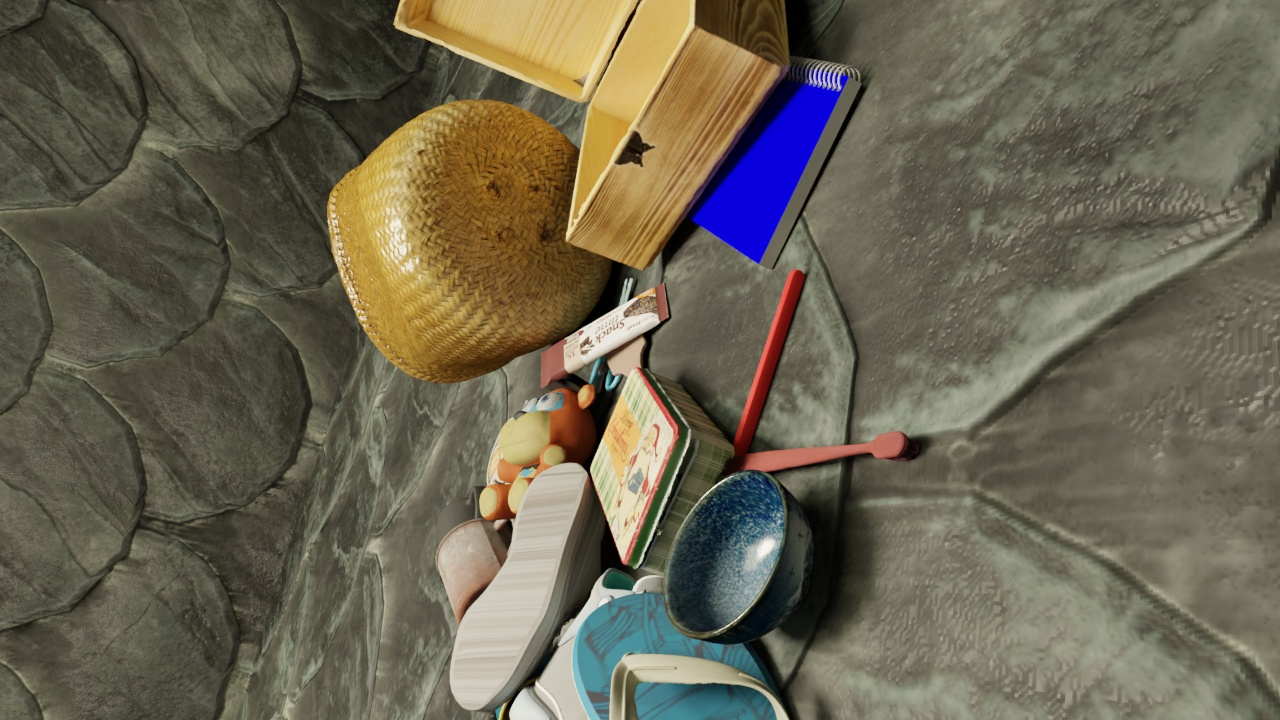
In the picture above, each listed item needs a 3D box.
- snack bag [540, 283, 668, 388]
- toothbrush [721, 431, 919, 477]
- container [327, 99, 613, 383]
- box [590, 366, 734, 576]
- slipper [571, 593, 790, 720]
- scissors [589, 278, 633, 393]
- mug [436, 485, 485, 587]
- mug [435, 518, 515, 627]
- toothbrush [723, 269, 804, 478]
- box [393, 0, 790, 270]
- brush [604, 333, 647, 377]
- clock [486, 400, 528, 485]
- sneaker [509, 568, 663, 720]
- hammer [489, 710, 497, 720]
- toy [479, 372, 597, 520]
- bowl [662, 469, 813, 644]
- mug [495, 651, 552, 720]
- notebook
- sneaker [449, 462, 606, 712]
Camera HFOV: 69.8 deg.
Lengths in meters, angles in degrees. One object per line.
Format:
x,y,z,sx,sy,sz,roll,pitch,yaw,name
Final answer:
-0.040,-0.025,0.940,0.158,0.013,0.057,-28,40,21,snack bag
0.109,0.067,0.618,0.190,0.016,0.016,-19,55,56,toothbrush
-0.179,-0.143,1.055,0.197,0.306,0.306,-19,54,50,container
0.009,0.083,0.746,0.118,0.051,0.205,-65,14,9,box
0.040,0.227,0.538,0.294,0.118,0.060,-126,21,-54,slipper
-0.025,-0.028,0.981,0.076,0.015,0.141,6,82,66,scissors
-0.193,0.201,1.064,0.088,0.078,0.114,-113,34,-56,mug
-0.152,0.217,0.957,0.110,0.096,0.123,44,111,51,mug
0.087,0.030,0.709,0.018,0.012,0.212,11,82,65,toothbrush
-0.071,-0.324,0.887,0.280,0.336,0.285,126,158,-47,box
-0.005,0.005,0.916,0.050,0.015,0.135,-46,38,18,brush
-0.138,0.125,1.040,0.104,0.061,0.156,-56,26,29,clock
0.003,0.241,0.647,0.257,0.093,0.160,9,72,64,sneaker
-0.148,0.366,0.876,0.015,0.095,0.324,-52,24,34,hammer
-0.097,0.091,0.947,0.112,0.096,0.175,-20,27,49,toy
0.073,0.135,0.592,0.115,0.060,0.114,-43,27,28,bowl
-0.100,0.295,0.824,0.078,0.078,0.121,-70,20,-1,mug
0.107,-0.190,0.826,0.172,0.022,0.209,-65,25,13,notebook
-0.082,0.208,0.808,0.099,0.089,0.235,-8,43,34,sneaker
